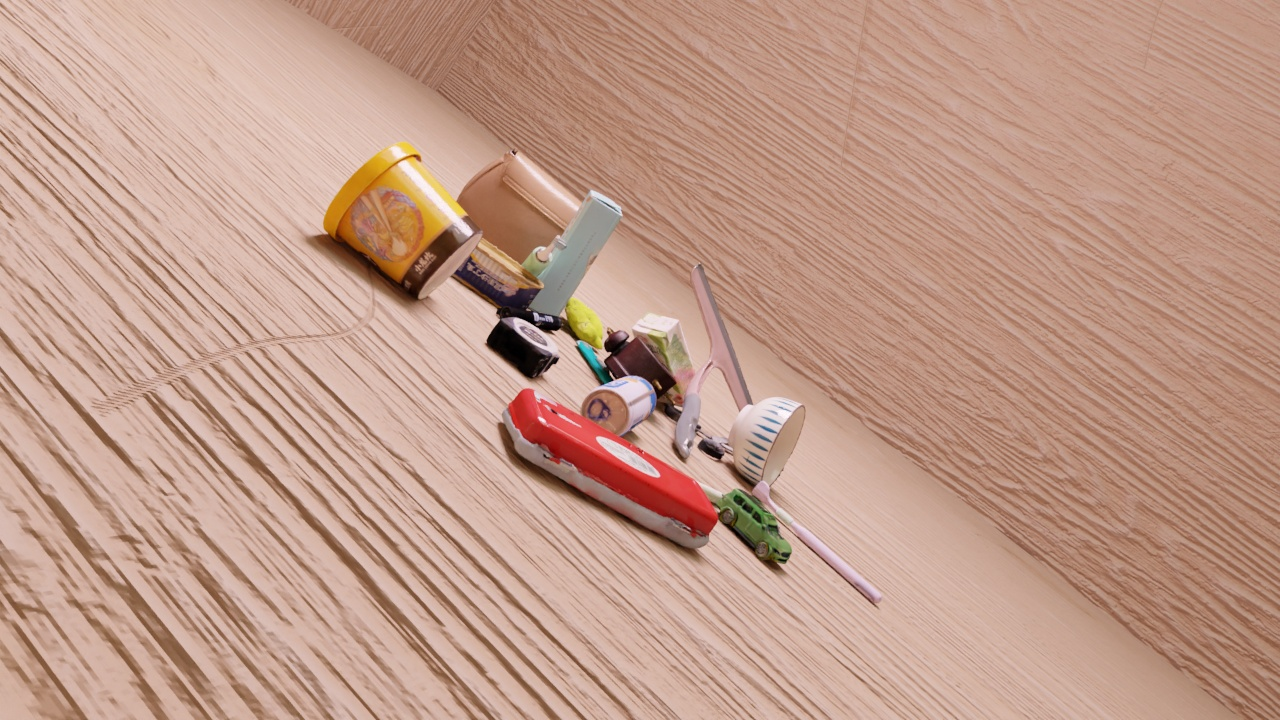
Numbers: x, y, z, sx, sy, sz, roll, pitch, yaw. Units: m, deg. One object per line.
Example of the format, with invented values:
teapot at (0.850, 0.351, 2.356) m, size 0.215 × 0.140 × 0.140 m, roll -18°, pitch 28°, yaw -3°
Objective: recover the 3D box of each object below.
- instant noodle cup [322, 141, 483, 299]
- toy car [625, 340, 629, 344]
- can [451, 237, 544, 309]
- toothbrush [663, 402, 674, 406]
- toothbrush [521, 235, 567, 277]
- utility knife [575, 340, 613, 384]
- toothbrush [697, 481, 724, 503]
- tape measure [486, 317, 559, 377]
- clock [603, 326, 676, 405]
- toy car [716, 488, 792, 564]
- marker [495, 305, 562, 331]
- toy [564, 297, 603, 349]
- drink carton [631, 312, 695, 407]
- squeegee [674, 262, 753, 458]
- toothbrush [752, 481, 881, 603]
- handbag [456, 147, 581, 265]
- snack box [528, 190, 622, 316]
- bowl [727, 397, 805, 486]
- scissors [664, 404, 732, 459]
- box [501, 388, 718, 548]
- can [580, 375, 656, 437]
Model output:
instant noodle cup at (-0.227, -0.132, 0.901) m, size 0.114 × 0.118 × 0.118 m, roll 43°, pitch 9°, yaw -4°
toy car at (-0.010, -0.002, 1.251) m, size 0.056 × 0.037 × 0.122 m, roll 23°, pitch 9°, yaw -7°
can at (-0.191, -0.113, 1.111) m, size 0.148 × 0.049 × 0.074 m, roll 35°, pitch 10°, yaw -10°
toothbrush at (0.007, 0.017, 1.285) m, size 0.016 × 0.017 × 0.187 m, roll 32°, pitch 11°, yaw -36°
toothbrush at (-0.129, -0.122, 1.148) m, size 0.027 × 0.026 × 0.225 m, roll 35°, pitch -18°, yaw -11°
utility knife at (-0.045, 0.014, 1.125) m, size 0.029 × 0.013 × 0.186 m, roll 31°, pitch 11°, yaw -33°
toothbrush at (0.027, 0.114, 0.896) m, size 0.189 × 0.020 × 0.029 m, roll 28°, pitch 43°, yaw -45°
tape measure at (-0.118, -0.014, 0.945) m, size 0.066 × 0.034 × 0.066 m, roll 40°, pitch 12°, yaw 10°
clock at (-0.007, 0.007, 1.114) m, size 0.122 × 0.055 × 0.082 m, roll 52°, pitch 3°, yaw 29°
toy car at (0.115, 0.165, 0.913) m, size 0.091 × 0.036 × 0.043 m, roll 47°, pitch 12°, yaw 30°
marker at (-0.133, -0.050, 1.112) m, size 0.022 × 0.020 × 0.132 m, roll 9°, pitch 0°, yaw 22°
toy at (-0.077, -0.051, 1.259) m, size 0.096 × 0.031 × 0.100 m, roll 53°, pitch 10°, yaw 12°
drink carton at (0.035, -0.001, 1.175) m, size 0.054 × 0.045 × 0.123 m, roll 16°, pitch -41°, yaw 39°
squeegee at (0.071, 0.044, 1.127) m, size 0.248 × 0.040 × 0.248 m, roll 68°, pitch 26°, yaw -25°
toothbrush at (0.202, 0.210, 1.056) m, size 0.021 × 0.029 × 0.189 m, roll -30°, pitch 60°, yaw -34°
handbag at (-0.161, -0.198, 1.323) m, size 0.204 × 0.148 × 0.099 m, roll 39°, pitch 11°, yaw -13°
snack box at (-0.090, -0.139, 1.220) m, size 0.051 × 0.175 × 0.074 m, roll 32°, pitch 12°, yaw -11°
bowl at (0.152, 0.096, 1.152) m, size 0.066 × 0.116 × 0.116 m, roll 25°, pitch 5°, yaw 22°
scissors at (0.097, 0.104, 1.202) m, size 0.177 × 0.014 × 0.159 m, roll 35°, pitch 10°, yaw -12°
box at (-0.025, 0.095, 0.762) m, size 0.201 × 0.047 × 0.086 m, roll 32°, pitch 11°, yaw -25°
can at (-0.021, 0.047, 0.935) m, size 0.053 × 0.053 × 0.134 m, roll 38°, pitch 10°, yaw 7°
